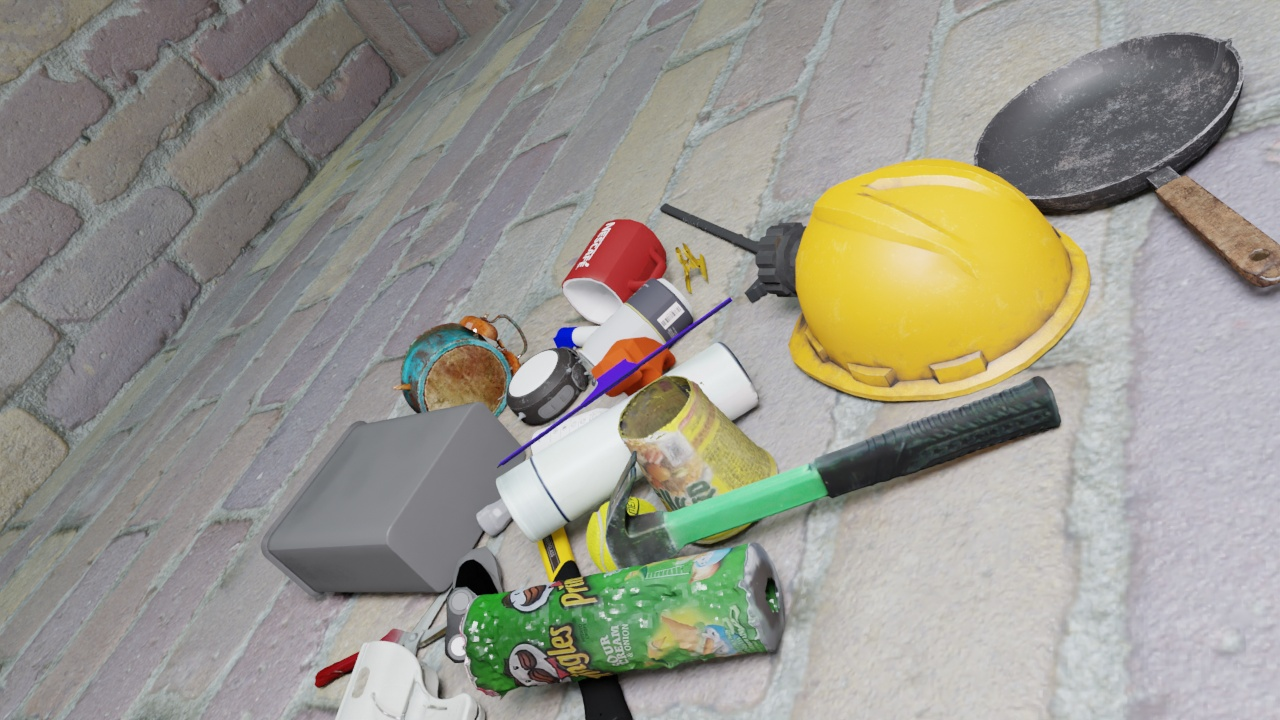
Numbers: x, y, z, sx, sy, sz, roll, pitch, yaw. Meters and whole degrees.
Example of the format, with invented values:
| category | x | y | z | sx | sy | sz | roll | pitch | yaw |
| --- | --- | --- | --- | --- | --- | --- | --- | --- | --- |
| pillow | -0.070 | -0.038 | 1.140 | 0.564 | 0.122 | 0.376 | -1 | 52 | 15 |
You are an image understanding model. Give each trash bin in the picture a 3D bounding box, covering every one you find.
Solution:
| category | x | y | z | sx | sy | sz | roll | pitch | yaw |
| --- | --- | --- | --- | --- | --- | --- | --- | --- | --- |
| trash bin | -0.258 | 0.146 | 0.963 | 0.220 | 0.097 | 0.191 | -11 | 37 | 39 |

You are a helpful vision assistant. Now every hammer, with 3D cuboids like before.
| category | x | y | z | sx | sy | sz | roll | pitch | yaw |
| --- | --- | --- | --- | --- | --- | --- | --- | --- | --- |
| hammer | -0.062 | 0.186 | 0.766 | 0.127 | 0.029 | 0.323 | -39 | 31 | 3 |
| hammer | 0.123 | 0.082 | 0.632 | 0.319 | 0.130 | 0.032 | -21 | 27 | 14 |
| hammer | 0.086 | -0.142 | 1.046 | 0.095 | 0.015 | 0.325 | -43 | 29 | -4 |

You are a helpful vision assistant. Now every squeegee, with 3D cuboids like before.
| category | x | y | z | sx | sy | sz | roll | pitch | yaw |
| --- | --- | --- | --- | --- | --- | --- | --- | --- | --- |
| squeegee | -0.005 | 0.005 | 0.839 | 0.250 | 0.055 | 0.184 | -36 | -8 | 18 |

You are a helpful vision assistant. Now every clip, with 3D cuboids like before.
| category | x | y | z | sx | sy | sz | roll | pitch | yaw |
| --- | --- | --- | --- | --- | --- | --- | --- | --- | --- |
| clip | -0.201 | 0.290 | 0.727 | 0.151 | 0.110 | 0.126 | -25 | 40 | 40 |
| clip | 0.057 | -0.106 | 1.005 | 0.046 | 0.048 | 0.054 | 5 | 36 | -3 |

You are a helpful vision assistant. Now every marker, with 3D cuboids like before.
| category | x | y | z | sx | sy | sz | roll | pitch | yaw |
| --- | --- | --- | --- | --- | --- | --- | --- | --- | --- |
| marker | -0.048 | -0.026 | 1.033 | 0.027 | 0.023 | 0.133 | -36 | 23 | -34 |

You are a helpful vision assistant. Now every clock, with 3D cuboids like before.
| category | x | y | z | sx | sy | sz | roll | pitch | yaw |
| --- | --- | --- | --- | --- | --- | --- | --- | --- | --- |
| clock | -0.103 | 0.022 | 1.011 | 0.123 | 0.044 | 0.091 | -39 | 30 | 3 |
| clock | -0.203 | 0.010 | 1.071 | 0.157 | 0.121 | 0.073 | -42 | 33 | -15 |

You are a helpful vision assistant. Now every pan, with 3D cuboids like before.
| category | x | y | z | sx | sy | sz | roll | pitch | yaw |
| --- | --- | --- | --- | --- | --- | --- | --- | --- | --- |
| pan | 0.380 | -0.145 | 0.690 | 0.208 | 0.040 | 0.356 | -29 | 33 | 19 |

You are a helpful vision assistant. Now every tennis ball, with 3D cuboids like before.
| category | x | y | z | sx | sy | sz | roll | pitch | yaw |
| --- | --- | --- | --- | --- | --- | --- | --- | --- | --- |
| tennis ball | -0.010 | 0.141 | 0.725 | 0.065 | 0.065 | 0.065 | -29 | 32 | 20 |

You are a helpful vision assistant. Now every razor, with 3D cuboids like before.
| category | x | y | z | sx | sy | sz | roll | pitch | yaw |
| --- | --- | --- | --- | --- | --- | --- | --- | --- | --- |
| razor | -0.144 | 0.207 | 0.808 | 0.057 | 0.060 | 0.156 | -29 | 10 | -3 |

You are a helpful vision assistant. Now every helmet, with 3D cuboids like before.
| category | x | y | z | sx | sy | sz | roll | pitch | yaw |
| --- | --- | --- | --- | --- | --- | --- | --- | --- | --- |
| helmet | 0.202 | -0.085 | 0.721 | 0.256 | 0.131 | 0.204 | 7 | 53 | 51 |

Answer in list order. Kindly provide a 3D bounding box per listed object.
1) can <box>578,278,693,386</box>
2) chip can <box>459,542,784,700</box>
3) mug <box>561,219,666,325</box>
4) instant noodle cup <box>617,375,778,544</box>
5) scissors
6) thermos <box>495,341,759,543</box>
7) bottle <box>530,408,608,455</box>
| category | x | y | z | sx | sy | sz | roll | pitch | yaw |
| --- | --- | --- | --- | --- | --- | --- | --- | --- | --- |
| can | -0.008 | -0.023 | 0.943 | 0.127 | 0.064 | 0.064 | -44 | 30 | -6 |
| chip can | -0.013 | 0.181 | 0.636 | 0.224 | 0.075 | 0.075 | -16 | 36 | 21 |
| mug | -0.017 | -0.101 | 1.045 | 0.117 | 0.080 | 0.096 | 1 | 49 | 41 |
| instant noodle cup | 0.040 | 0.072 | 0.715 | 0.102 | 0.108 | 0.102 | -29 | 29 | 18 |
| scissors | -0.236 | 0.289 | 0.837 | 0.199 | 0.015 | 0.178 | -26 | 32 | 23 |
| thermos | -0.011 | 0.070 | 0.786 | 0.230 | 0.068 | 0.068 | -32 | 29 | -3 |
| bottle | -0.051 | 0.072 | 0.890 | 0.116 | 0.041 | 0.041 | -21 | 35 | 30 |
